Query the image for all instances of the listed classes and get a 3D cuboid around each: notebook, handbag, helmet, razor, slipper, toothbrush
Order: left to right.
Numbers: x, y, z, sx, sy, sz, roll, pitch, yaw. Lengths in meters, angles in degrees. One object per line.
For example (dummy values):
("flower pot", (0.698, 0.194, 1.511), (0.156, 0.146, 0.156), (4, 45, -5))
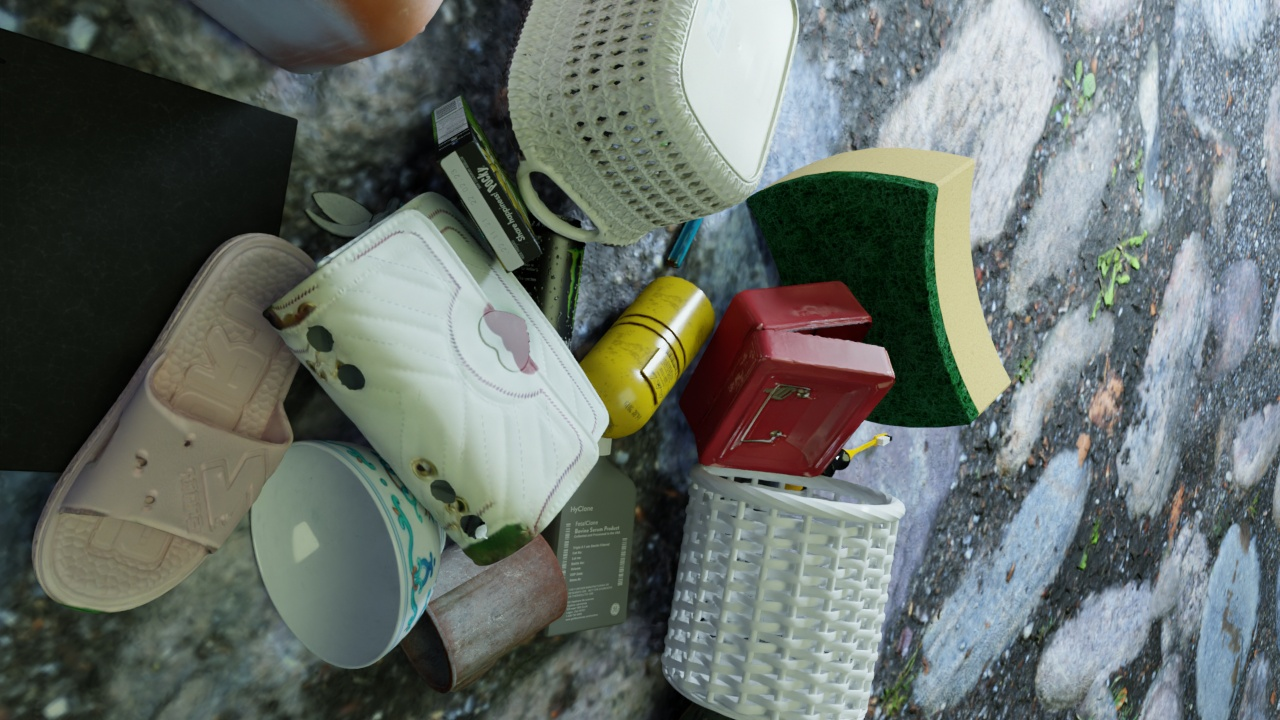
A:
("notebook", (-0.301, -0.050, 0.529), (0.169, 0.019, 0.231), (9, 90, -42))
("slipper", (-0.251, 0.036, 0.532), (0.094, 0.064, 0.239), (36, 71, -40))
("handbag", (-0.116, 0.008, 0.564), (0.198, 0.096, 0.141), (54, 30, -16))
("razor", (0.059, -0.146, 0.824), (0.042, 0.022, 0.143), (27, 81, -2))
("helmet", (0.113, 0.414, 0.827), (0.236, 0.193, 0.223), (61, 34, -2))
("toothbrush", (0.214, 0.106, 0.988), (0.196, 0.031, 0.031), (-16, 111, -43))

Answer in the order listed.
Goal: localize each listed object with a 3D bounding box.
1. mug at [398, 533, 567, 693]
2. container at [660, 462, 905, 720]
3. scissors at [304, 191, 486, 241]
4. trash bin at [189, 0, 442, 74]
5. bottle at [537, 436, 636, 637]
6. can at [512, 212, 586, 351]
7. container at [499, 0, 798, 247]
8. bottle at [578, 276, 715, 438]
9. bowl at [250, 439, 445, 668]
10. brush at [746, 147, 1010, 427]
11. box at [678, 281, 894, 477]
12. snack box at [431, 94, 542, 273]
("mug", (-0.119, 0.188, 0.677), (0.110, 0.096, 0.123), (-21, 129, -33))
("container", (0.124, 0.200, 0.816), (0.189, 0.190, 0.187), (8, 92, -41))
("scissors", (-0.152, -0.083, 0.645), (0.150, 0.019, 0.130), (-30, 112, -24))
("trash bin", (-0.162, -0.303, 0.507), (0.157, 0.182, 0.259), (39, 70, -39))
("bottle", (-0.048, 0.130, 0.752), (0.083, 0.046, 0.174), (3, 94, -41))
("can", (-0.075, -0.041, 0.699), (0.053, 0.054, 0.137), (8, 91, -41))
("container", (0.015, -0.213, 0.660), (0.184, 0.143, 0.251), (41, 56, -44))
("bottle", (-0.004, 0.004, 0.728), (0.163, 0.071, 0.071), (-51, 127, -42))
("bowl", (-0.174, 0.113, 0.590), (0.074, 0.144, 0.144), (-17, 107, -54))
("brush", (0.220, -0.065, 0.856), (0.075, 0.195, 0.250), (-34, 117, -33))
("box", (0.117, 0.013, 0.797), (0.135, 0.158, 0.117), (5, 49, -20))
("snack box", (-0.104, -0.121, 0.607), (0.025, 0.147, 0.080), (-29, 119, 1))
